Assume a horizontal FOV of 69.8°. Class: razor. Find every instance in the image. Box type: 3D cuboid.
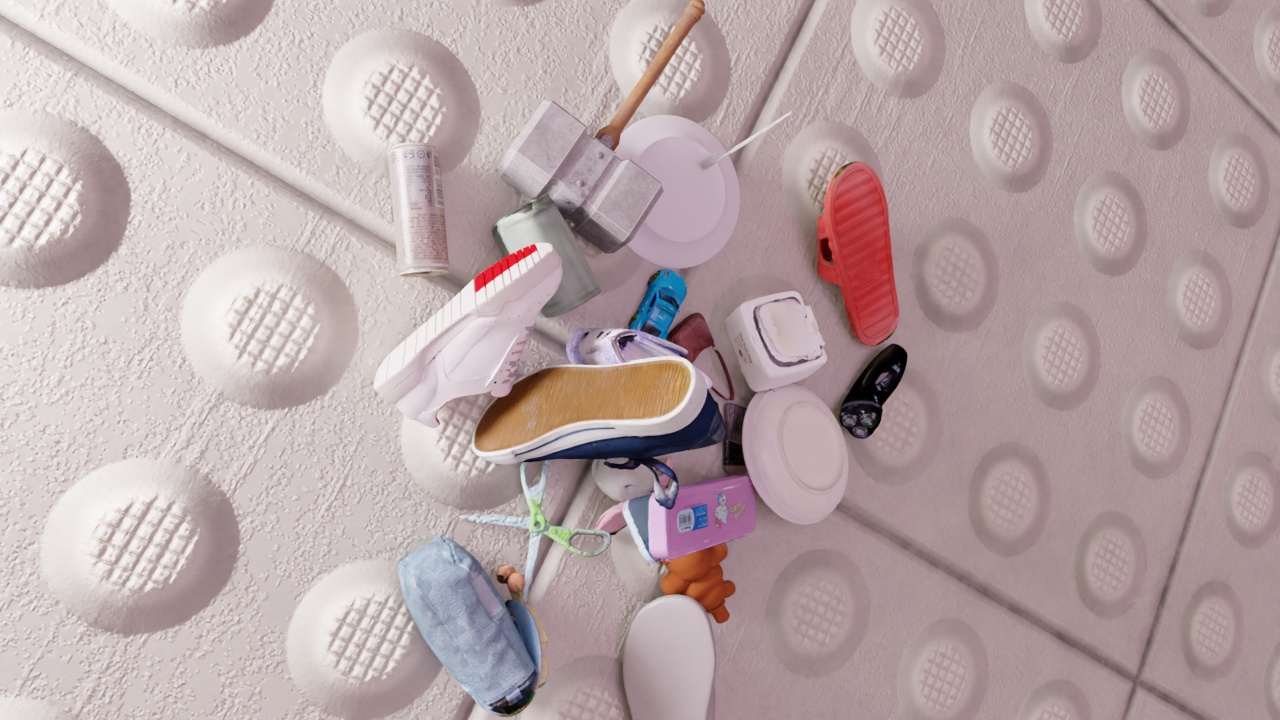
[{"bbox_3d":[0.314,0.038,1.214,0.053,0.064,0.140,41,74,-19],"label":"razor"}]

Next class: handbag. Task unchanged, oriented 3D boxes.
[{"bbox_3d":[-0.166,0.269,0.959,0.118,0.122,0.192,-30,96,-22],"label":"handbag"},{"bbox_3d":[-0.006,0.006,1.016,0.126,0.159,0.069,41,76,-18],"label":"handbag"},{"bbox_3d":[-0.105,-0.112,1.002,0.067,0.106,0.122,-31,101,-20],"label":"handbag"},{"bbox_3d":[0.083,0.002,1.132,0.055,0.029,0.119,-41,110,-18],"label":"handbag"}]

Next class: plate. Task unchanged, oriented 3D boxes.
[{"bbox_3d":[0.204,0.111,1.145,0.182,0.034,0.182,15,66,-35],"label":"plate"},{"bbox_3d":[0.045,-0.208,1.122,0.188,0.016,0.188,1,88,-25],"label":"plate"}]

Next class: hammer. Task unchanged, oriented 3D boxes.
[{"bbox_3d":[-0.008,-0.298,1.054,0.162,0.083,0.317,35,75,-12],"label":"hammer"}]

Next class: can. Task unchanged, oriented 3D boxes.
[{"bbox_3d":[-0.235,-0.158,0.971,0.054,0.054,0.135,-5,91,-25],"label":"can"}]

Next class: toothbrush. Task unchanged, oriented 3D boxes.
[{"bbox_3d":[0.117,-0.252,1.046,0.010,0.182,0.010,40,68,-15],"label":"toothbrush"}]

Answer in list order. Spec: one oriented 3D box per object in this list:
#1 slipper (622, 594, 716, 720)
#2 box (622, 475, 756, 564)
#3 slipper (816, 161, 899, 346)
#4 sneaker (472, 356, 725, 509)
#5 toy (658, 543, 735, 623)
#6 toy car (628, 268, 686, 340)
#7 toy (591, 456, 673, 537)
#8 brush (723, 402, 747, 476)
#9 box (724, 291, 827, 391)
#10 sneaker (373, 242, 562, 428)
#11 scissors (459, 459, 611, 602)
[{"bbox_3d":[0.044,0.405,1.076,0.113,0.080,0.265,-4,85,19],"label":"slipper"},{"bbox_3d":[0.064,0.177,1.041,0.213,0.065,0.078,1,74,-57],"label":"box"},{"bbox_3d":[0.280,-0.137,1.208,0.103,0.059,0.249,-26,115,-22],"label":"slipper"},{"bbox_3d":[-0.042,0.079,0.953,0.127,0.295,0.120,47,45,-42],"label":"sneaker"},{"bbox_3d":[0.069,0.259,1.105,0.094,0.065,0.128,-35,112,-15],"label":"toy"},{"bbox_3d":[0.023,-0.062,1.100,0.048,0.032,0.105,32,75,-20],"label":"toy car"},{"bbox_3d":[-0.029,0.094,1.033,0.130,0.106,0.205,-37,105,-24],"label":"toy"},{"bbox_3d":[0.121,0.129,1.150,0.038,0.012,0.151,4,87,-25],"label":"brush"},{"bbox_3d":[0.176,-0.030,1.124,0.102,0.091,0.107,-14,77,-23],"label":"box"},{"bbox_3d":[-0.157,-0.017,0.952,0.237,0.090,0.104,-39,115,7],"label":"sneaker"},{"bbox_3d":[-0.115,0.183,1.024,0.171,0.021,0.172,11,84,-12],"label":"scissors"}]
